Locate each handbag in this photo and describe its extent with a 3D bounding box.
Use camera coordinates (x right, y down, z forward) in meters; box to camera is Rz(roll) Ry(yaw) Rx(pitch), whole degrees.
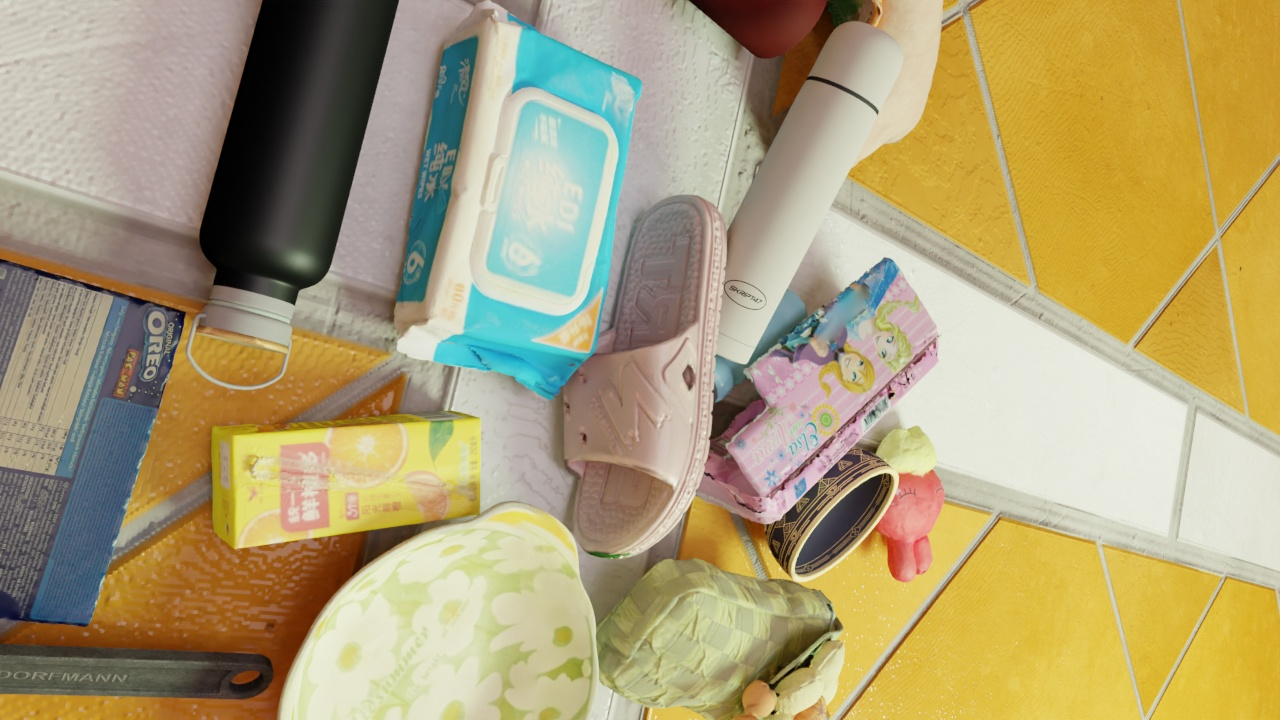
[{"bbox_3d":[0.060,0.204,0.613,0.186,0.117,0.113,23,105,-38],"label":"handbag"}]

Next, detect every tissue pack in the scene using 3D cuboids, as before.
[{"bbox_3d":[-0.070,-0.087,0.532,0.116,0.066,0.209,14,86,-37],"label":"tissue pack"}]

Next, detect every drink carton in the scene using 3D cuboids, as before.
[{"bbox_3d":[-0.152,0.060,0.487,0.134,0.043,0.058,-1,95,-38],"label":"drink carton"}]

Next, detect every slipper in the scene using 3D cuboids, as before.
[{"bbox_3d":[-0.003,0.003,0.572,0.064,0.094,0.239,21,76,-43],"label":"slipper"}]

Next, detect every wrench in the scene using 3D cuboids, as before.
[{"bbox_3d":[-0.289,0.128,0.382,0.272,0.018,0.073,19,110,-39],"label":"wrench"}]

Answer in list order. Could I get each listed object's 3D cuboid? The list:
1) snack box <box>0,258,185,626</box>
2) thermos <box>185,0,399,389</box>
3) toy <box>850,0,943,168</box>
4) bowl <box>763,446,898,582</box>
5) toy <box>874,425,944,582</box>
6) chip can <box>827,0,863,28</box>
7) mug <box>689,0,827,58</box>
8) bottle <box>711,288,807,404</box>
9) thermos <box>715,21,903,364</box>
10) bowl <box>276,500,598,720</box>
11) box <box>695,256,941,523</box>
[{"bbox_3d":[-0.265,0.037,0.404,0.082,0.027,0.150,21,81,-39],"label":"snack box"},{"bbox_3d":[-0.171,-0.099,0.449,0.061,0.061,0.231,17,82,-38],"label":"thermos"},{"bbox_3d":[0.154,-0.229,0.620,0.195,0.065,0.265,-38,150,-14],"label":"toy"},{"bbox_3d":[0.135,0.107,0.703,0.112,0.061,0.113,-29,143,-25],"label":"bowl"},{"bbox_3d":[0.232,0.124,0.800,0.091,0.045,0.135,4,85,-37],"label":"toy"},{"bbox_3d":[0.153,-0.324,0.691,0.075,0.076,0.223,-47,120,-27],"label":"chip can"},{"bbox_3d":[0.087,-0.263,0.619,0.082,0.106,0.073,25,68,-37],"label":"mug"},{"bbox_3d":[0.069,-0.007,0.663,0.129,0.040,0.040,-38,115,-31],"label":"bottle"},{"bbox_3d":[0.097,-0.107,0.594,0.052,0.052,0.224,20,101,-38],"label":"thermos"},{"bbox_3d":[-0.115,0.181,0.514,0.188,0.060,0.219,36,70,-34],"label":"bowl"},{"bbox_3d":[0.127,0.010,0.674,0.229,0.085,0.097,-36,124,-31],"label":"box"}]
